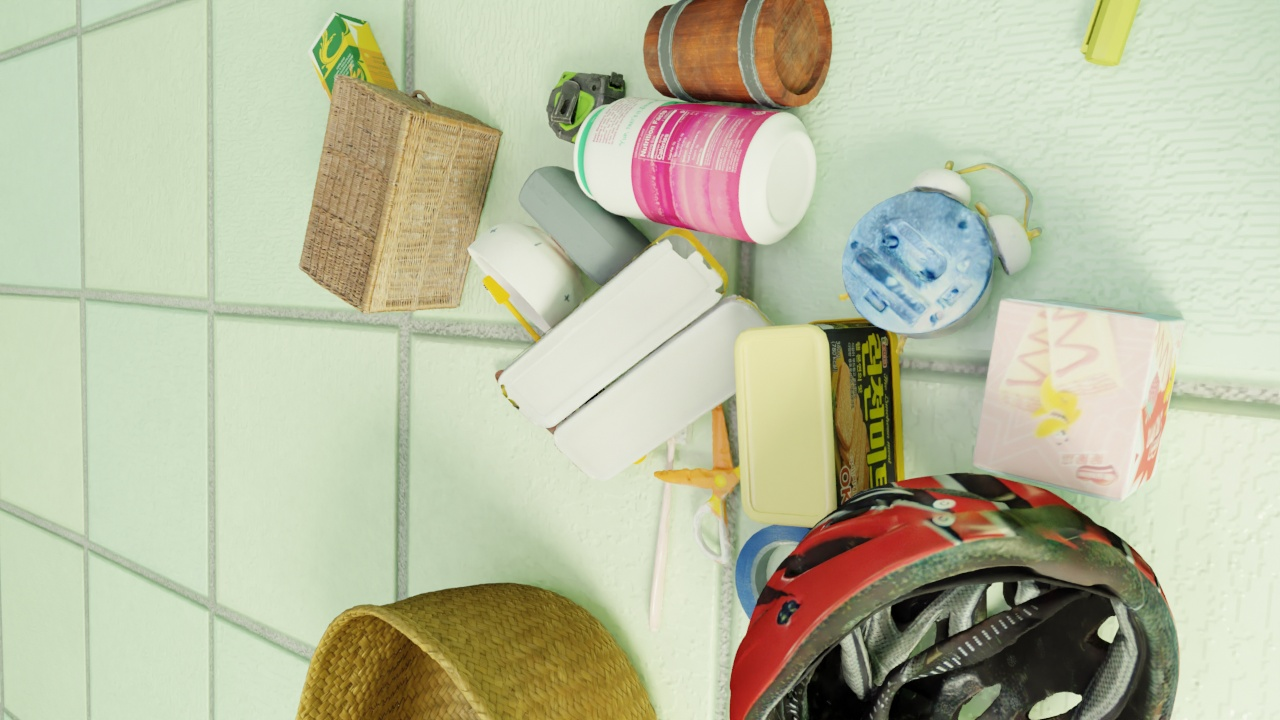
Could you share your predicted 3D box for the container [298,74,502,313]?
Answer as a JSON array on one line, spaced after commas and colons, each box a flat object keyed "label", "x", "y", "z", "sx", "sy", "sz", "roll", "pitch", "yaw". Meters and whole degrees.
[{"label": "container", "x": -0.221, "y": -0.148, "z": 0.846, "sx": 0.114, "sy": 0.112, "sz": 0.199, "roll": 30, "pitch": 110, "yaw": 33}]

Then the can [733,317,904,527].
[{"label": "can", "x": 0.116, "y": 0.038, "z": 0.599, "sx": 0.073, "sy": 0.100, "sz": 0.131, "roll": -2, "pitch": 91, "yaw": 38}]

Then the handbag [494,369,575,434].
[{"label": "handbag", "x": -0.090, "y": 0.031, "z": 0.812, "sx": 0.120, "sy": 0.029, "sz": 0.055, "roll": 23, "pitch": 103, "yaw": 41}]

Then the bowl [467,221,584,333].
[{"label": "bowl", "x": -0.088, "y": -0.072, "z": 0.761, "sx": 0.054, "sy": 0.105, "sz": 0.105, "roll": -44, "pitch": 61, "yaw": -9}]

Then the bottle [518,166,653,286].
[{"label": "bottle", "x": -0.025, "y": -0.088, "z": 0.721, "sx": 0.161, "sy": 0.072, "sz": 0.046, "roll": 47, "pitch": 113, "yaw": 26}]

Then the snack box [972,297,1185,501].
[{"label": "snack box", "x": 0.242, "y": 0.017, "z": 0.504, "sx": 0.080, "sy": 0.092, "sz": 0.095, "roll": 14, "pitch": 100, "yaw": 37}]

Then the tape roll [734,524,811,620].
[{"label": "tape roll", "x": 0.113, "y": 0.161, "z": 0.662, "sx": 0.091, "sy": 0.016, "sz": 0.093, "roll": 51, "pitch": 121, "yaw": 24}]

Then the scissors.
[{"label": "scissors", "x": 0.064, "y": 0.093, "z": 0.693, "sx": 0.125, "sy": 0.011, "sz": 0.128, "roll": 0, "pitch": 91, "yaw": 32}]

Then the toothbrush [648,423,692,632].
[{"label": "toothbrush", "x": 0.022, "y": 0.132, "z": 0.733, "sx": 0.018, "sy": 0.015, "sz": 0.181, "roll": 11, "pitch": 99, "yaw": 31}]

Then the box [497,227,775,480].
[{"label": "box", "x": -0.003, "y": 0.004, "z": 0.687, "sx": 0.210, "sy": 0.023, "sz": 0.127, "roll": -37, "pitch": 100, "yaw": 29}]

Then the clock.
[{"label": "clock", "x": 0.184, "y": -0.067, "z": 0.565, "sx": 0.125, "sy": 0.052, "sz": 0.089, "roll": -47, "pitch": 64, "yaw": 13}]

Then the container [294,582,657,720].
[{"label": "container", "x": -0.126, "y": 0.341, "z": 0.749, "sx": 0.308, "sy": 0.196, "sz": 0.307, "roll": 1, "pitch": 92, "yaw": 40}]

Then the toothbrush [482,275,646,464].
[{"label": "toothbrush", "x": -0.062, "y": 0.007, "z": 0.746, "sx": 0.196, "sy": 0.031, "sz": 0.031, "roll": 50, "pitch": 156, "yaw": -1}]

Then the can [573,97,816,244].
[{"label": "can", "x": 0.037, "y": -0.139, "z": 0.659, "sx": 0.166, "sy": 0.088, "sz": 0.088, "roll": 18, "pitch": 103, "yaw": 36}]

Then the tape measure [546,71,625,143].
[{"label": "tape measure", "x": -0.049, "y": -0.208, "z": 0.756, "sx": 0.066, "sy": 0.035, "sz": 0.059, "roll": 14, "pitch": 102, "yaw": 36}]

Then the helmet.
[{"label": "helmet", "x": 0.162, "y": 0.169, "z": 0.510, "sx": 0.217, "sy": 0.166, "sz": 0.273, "roll": 15, "pitch": 124, "yaw": -8}]

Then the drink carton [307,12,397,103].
[{"label": "drink carton", "x": -0.290, "y": -0.286, "z": 0.938, "sx": 0.058, "sy": 0.041, "sz": 0.122, "roll": -38, "pitch": 69, "yaw": 33}]

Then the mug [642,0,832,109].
[{"label": "mug", "x": 0.070, "y": -0.235, "z": 0.642, "sx": 0.111, "sy": 0.081, "sz": 0.117, "roll": 14, "pitch": 83, "yaw": 41}]

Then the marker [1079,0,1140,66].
[{"label": "marker", "x": 0.276, "y": -0.229, "z": 0.511, "sx": 0.021, "sy": 0.017, "sz": 0.124, "roll": 22, "pitch": 105, "yaw": 35}]
